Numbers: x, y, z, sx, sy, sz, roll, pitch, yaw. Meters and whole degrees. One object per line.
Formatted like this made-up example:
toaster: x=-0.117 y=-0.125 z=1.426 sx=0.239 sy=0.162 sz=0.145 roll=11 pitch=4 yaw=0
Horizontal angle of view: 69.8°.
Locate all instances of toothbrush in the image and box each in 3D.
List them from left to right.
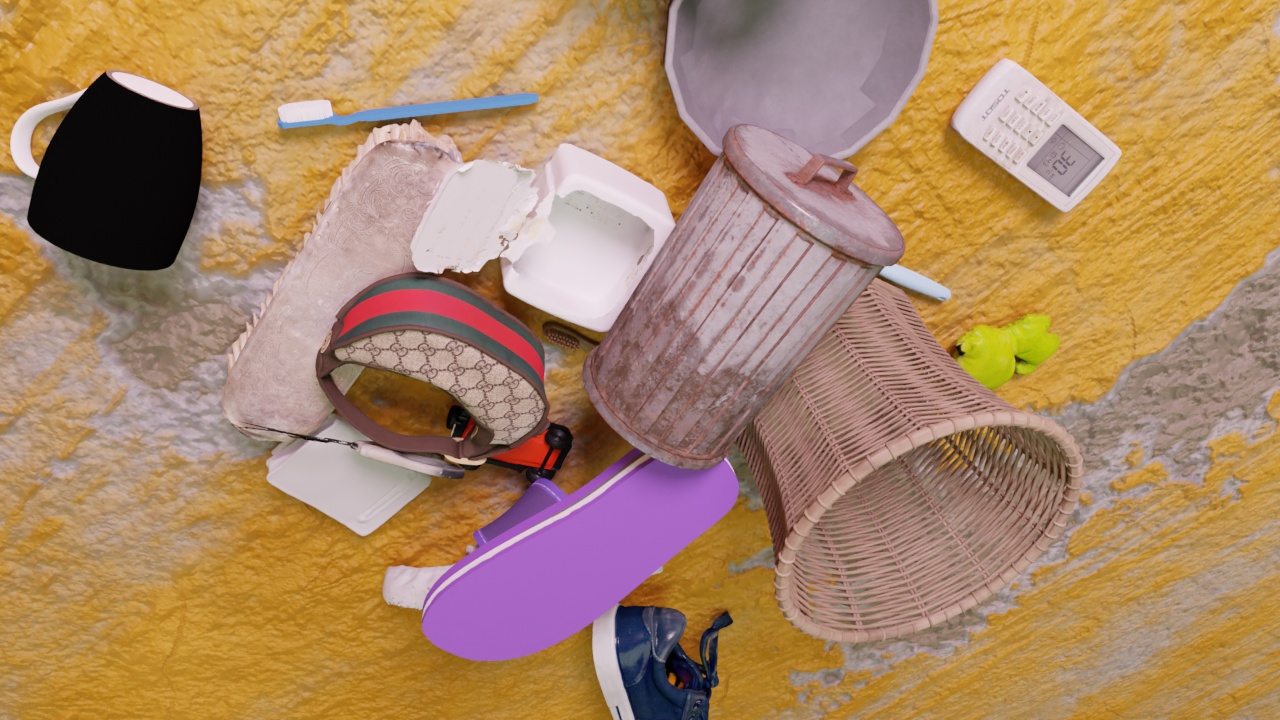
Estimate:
toothbrush: x=-0.150 y=-0.166 z=0.595 sx=0.166 sy=0.016 sz=0.014 roll=-8 pitch=123 yaw=-6
toothbrush: x=-0.004 y=0.004 z=0.745 sx=0.166 sy=0.016 sz=0.016 roll=22 pitch=117 yaw=-25
toothbrush: x=0.185 y=-0.075 z=0.726 sx=0.155 sy=0.016 sz=0.022 roll=17 pitch=153 yaw=-21

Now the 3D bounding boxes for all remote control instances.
remote control: x=0.292 y=-0.164 z=0.677 sx=0.138 sy=0.025 sz=0.060 roll=25 pitch=117 yaw=-26

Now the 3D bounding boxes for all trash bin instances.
trash bin: x=0.065 y=-0.044 z=0.602 sx=0.130 sy=0.130 sz=0.212 roll=21 pitch=122 yaw=-24

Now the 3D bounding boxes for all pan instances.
pan: x=0.124 y=-0.284 z=0.548 sx=0.178 sy=0.041 sz=0.358 roll=8 pitch=123 yaw=-16

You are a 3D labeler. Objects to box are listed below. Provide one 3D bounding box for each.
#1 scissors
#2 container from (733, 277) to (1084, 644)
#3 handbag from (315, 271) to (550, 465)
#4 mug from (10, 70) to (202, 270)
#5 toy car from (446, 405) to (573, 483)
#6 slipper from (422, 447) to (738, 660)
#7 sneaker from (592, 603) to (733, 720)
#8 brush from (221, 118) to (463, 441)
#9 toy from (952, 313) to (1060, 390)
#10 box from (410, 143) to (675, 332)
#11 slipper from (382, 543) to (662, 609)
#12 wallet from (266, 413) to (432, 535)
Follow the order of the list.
scissors: x=-0.215 y=0.064 z=0.688 sx=0.169 sy=0.132 sz=0.012 roll=16 pitch=89 yaw=-6
container: x=0.173 y=0.064 z=0.696 sx=0.226 sy=0.196 sz=0.227 roll=-10 pitch=131 yaw=-12
handbag: x=-0.142 y=0.017 z=0.647 sx=0.139 sy=0.063 sz=0.166 roll=-32 pitch=133 yaw=28
mug: x=-0.326 y=-0.126 z=0.558 sx=0.119 sy=0.084 sz=0.100 roll=29 pitch=105 yaw=5
toy car: x=-0.107 y=0.062 z=0.745 sx=0.100 sy=0.048 sz=0.051 roll=17 pitch=120 yaw=-21
slipper: x=-0.050 y=0.131 z=0.722 sx=0.267 sy=0.084 sz=0.107 roll=-37 pitch=121 yaw=12
sneaker: x=0.043 y=0.356 z=0.953 sx=0.127 sy=0.120 sz=0.295 roll=-7 pitch=124 yaw=9
brush: x=-0.209 y=-0.047 z=0.642 sx=0.083 sy=0.056 sz=0.272 roll=27 pitch=117 yaw=-29
toy: x=0.311 y=-0.007 z=0.789 sx=0.094 sy=0.036 sz=0.094 roll=-41 pitch=129 yaw=12
box: x=-0.069 y=-0.092 z=0.627 sx=0.190 sy=0.083 sz=0.111 roll=13 pitch=122 yaw=-39
slipper: x=-0.106 y=0.178 z=0.815 sx=0.247 sy=0.074 sz=0.112 roll=-11 pitch=157 yaw=-1
wallet: x=-0.237 y=0.090 z=0.749 sx=0.086 sy=0.032 sz=0.116 roll=-32 pitch=133 yaw=8
